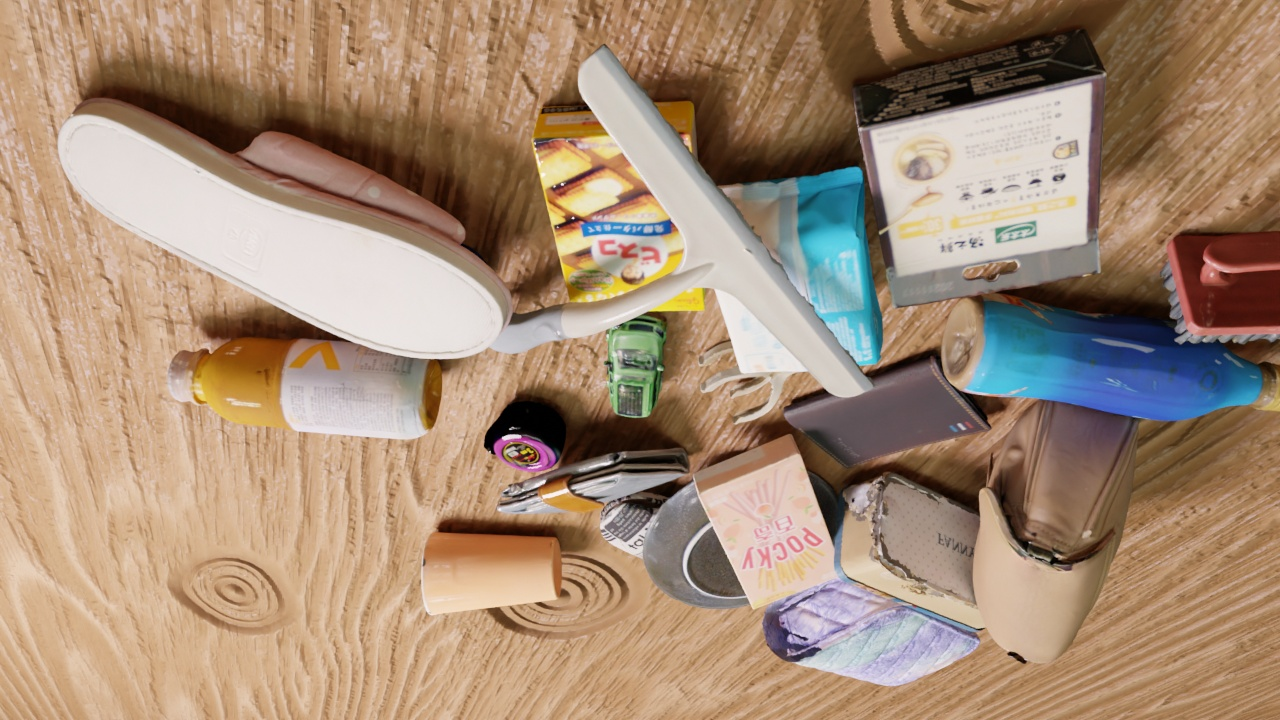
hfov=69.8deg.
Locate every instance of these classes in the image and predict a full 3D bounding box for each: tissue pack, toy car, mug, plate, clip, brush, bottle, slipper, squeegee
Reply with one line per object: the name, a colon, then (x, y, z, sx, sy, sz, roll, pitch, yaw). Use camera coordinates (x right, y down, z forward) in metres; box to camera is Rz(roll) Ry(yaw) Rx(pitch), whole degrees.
tissue pack: (0.094, -0.051, 0.545, 0.090, 0.063, 0.140, -5, 138, 19)
toy car: (-0.004, 0.004, 0.649, 0.043, 0.036, 0.091, 5, 137, 3)
mug: (-0.139, 0.202, 0.879, 0.123, 0.078, 0.078, -2, 140, 3)
plate: (0.090, 0.160, 0.789, 0.179, 0.024, 0.180, -5, 125, -7)
clip: (0.094, 0.012, 0.648, 0.103, 0.034, 0.092, -10, 135, 7)
brush: (0.381, -0.045, 0.518, 0.146, 0.063, 0.069, 1, 154, 4)
bottle: (0.307, 0.003, 0.583, 0.218, 0.065, 0.065, 9, 141, -3)
slipper: (-0.204, -0.081, 0.552, 0.274, 0.054, 0.114, 22, 136, -6)
bottle: (-0.243, 0.018, 0.668, 0.189, 0.067, 0.068, 4, 141, 2)
squeegee: (-0.032, -0.031, 0.548, 0.247, 0.039, 0.246, -14, 129, 44)

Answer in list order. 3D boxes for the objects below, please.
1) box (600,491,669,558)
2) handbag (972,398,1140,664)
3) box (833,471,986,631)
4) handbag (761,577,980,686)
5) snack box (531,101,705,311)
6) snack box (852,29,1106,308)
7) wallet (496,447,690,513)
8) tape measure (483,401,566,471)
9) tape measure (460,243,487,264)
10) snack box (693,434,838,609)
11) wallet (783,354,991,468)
box: (0.040, 0.164, 0.822, 0.164, 0.057, 0.071, 23, 113, -20)
handbag: (0.294, 0.120, 0.669, 0.100, 0.147, 0.205, 16, 145, 28)
box: (0.248, 0.163, 0.765, 0.184, 0.089, 0.060, 28, 148, -22)
handbag: (0.220, 0.247, 0.859, 0.134, 0.075, 0.193, -37, 136, 23)
snack box: (-0.008, -0.085, 0.542, 0.087, 0.033, 0.141, 0, 143, 8)
snack box: (0.180, -0.096, 0.488, 0.113, 0.053, 0.126, -9, 139, 17)
wallet: (-0.038, 0.103, 0.743, 0.130, 0.037, 0.106, -22, 164, 31)
tape measure: (-0.088, 0.058, 0.722, 0.058, 0.039, 0.057, 26, 137, -16)
tape measure: (-0.127, -0.053, 0.601, 0.055, 0.025, 0.058, -26, 132, 34)
snack box: (0.106, 0.134, 0.742, 0.084, 0.026, 0.157, -23, 126, 4)
wallet: (0.184, 0.042, 0.685, 0.123, 0.020, 0.096, -22, 133, 33)
